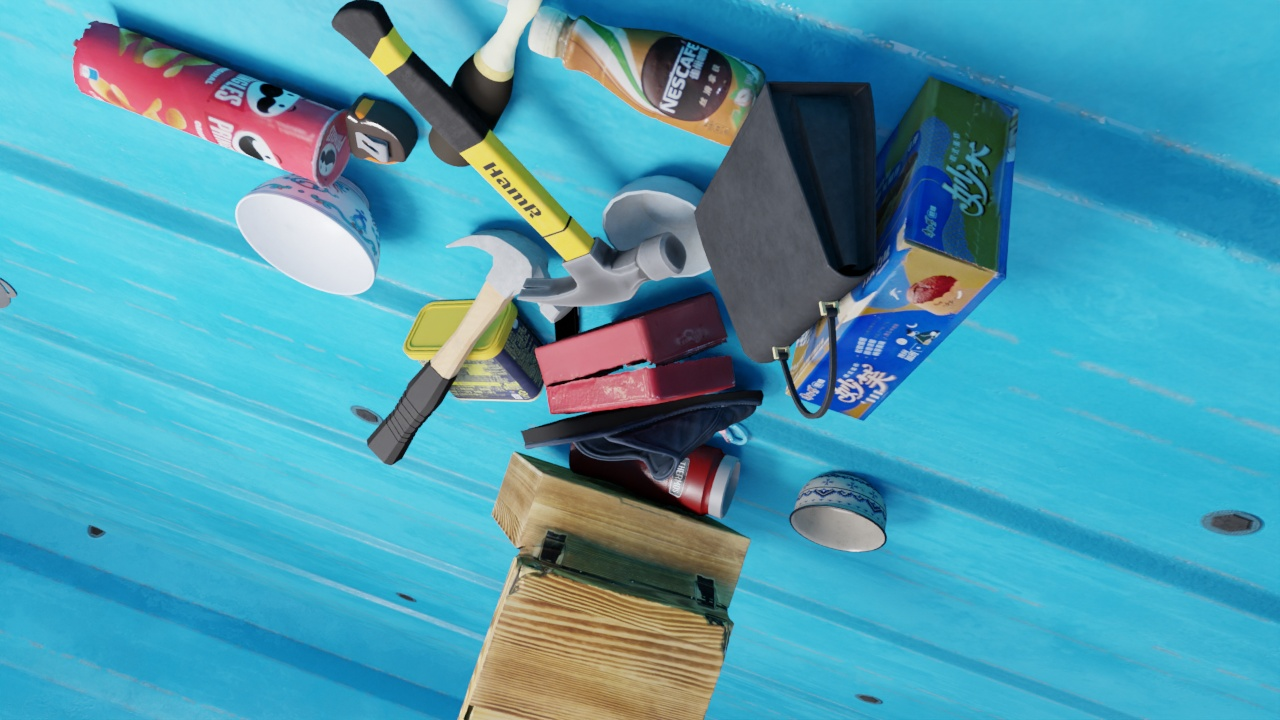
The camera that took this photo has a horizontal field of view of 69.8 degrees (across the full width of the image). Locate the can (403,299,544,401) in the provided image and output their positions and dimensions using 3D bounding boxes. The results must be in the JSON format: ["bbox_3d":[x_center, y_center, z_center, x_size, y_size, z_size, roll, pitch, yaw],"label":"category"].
[{"bbox_3d":[-0.182,-0.009,1.049,0.135,0.075,0.104,0,146,29],"label":"can"}]

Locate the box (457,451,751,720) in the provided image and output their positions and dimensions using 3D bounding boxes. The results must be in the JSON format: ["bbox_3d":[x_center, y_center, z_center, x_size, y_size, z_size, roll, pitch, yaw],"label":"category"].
[{"bbox_3d":[-0.061,0.319,1.130,0.279,0.336,0.286,21,173,-15],"label":"box"}]

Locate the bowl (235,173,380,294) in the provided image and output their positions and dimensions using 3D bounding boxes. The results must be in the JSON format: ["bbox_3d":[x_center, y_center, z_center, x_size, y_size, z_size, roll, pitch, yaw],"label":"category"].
[{"bbox_3d":[-0.318,-0.140,0.920,0.144,0.074,0.144,15,148,9],"label":"bowl"}]

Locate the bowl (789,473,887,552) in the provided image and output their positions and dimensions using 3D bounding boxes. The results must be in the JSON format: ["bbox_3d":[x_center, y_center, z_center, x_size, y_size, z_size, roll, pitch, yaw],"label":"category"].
[{"bbox_3d":[0.243,0.179,1.109,0.115,0.059,0.116,15,148,9],"label":"bowl"}]

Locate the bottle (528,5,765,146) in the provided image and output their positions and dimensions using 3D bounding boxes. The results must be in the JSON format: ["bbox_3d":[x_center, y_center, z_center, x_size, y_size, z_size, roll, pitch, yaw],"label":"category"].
[{"bbox_3d":[0.003,-0.207,0.651,0.167,0.059,0.059,21,149,-1],"label":"bottle"}]

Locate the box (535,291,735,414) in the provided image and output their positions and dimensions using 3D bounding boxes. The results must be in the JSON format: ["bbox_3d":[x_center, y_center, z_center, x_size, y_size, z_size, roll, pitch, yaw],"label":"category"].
[{"bbox_3d":[-0.007,-0.003,0.892,0.158,0.129,0.097,-10,94,43],"label":"box"}]

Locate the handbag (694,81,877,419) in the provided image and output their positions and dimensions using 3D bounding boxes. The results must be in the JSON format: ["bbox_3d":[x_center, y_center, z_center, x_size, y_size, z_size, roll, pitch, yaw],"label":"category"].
[{"bbox_3d":[0.107,-0.057,0.635,0.072,0.195,0.176,-3,163,-13],"label":"handbag"}]

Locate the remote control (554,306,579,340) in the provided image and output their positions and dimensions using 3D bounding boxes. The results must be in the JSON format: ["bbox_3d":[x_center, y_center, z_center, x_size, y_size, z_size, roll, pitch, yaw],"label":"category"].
[{"bbox_3d":[-0.081,-0.042,0.997,0.028,0.011,0.124,16,148,8],"label":"remote control"}]

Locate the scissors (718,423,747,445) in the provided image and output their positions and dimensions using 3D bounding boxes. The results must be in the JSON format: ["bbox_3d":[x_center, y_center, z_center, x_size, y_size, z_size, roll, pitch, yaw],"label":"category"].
[{"bbox_3d":[0.062,0.060,1.080,0.095,0.015,0.142,-9,132,41],"label":"scissors"}]

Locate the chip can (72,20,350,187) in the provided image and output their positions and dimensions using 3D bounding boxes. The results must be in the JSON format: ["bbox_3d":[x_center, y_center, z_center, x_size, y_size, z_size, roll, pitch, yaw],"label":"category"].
[{"bbox_3d":[-0.380,-0.230,0.822,0.233,0.073,0.073,21,149,0],"label":"chip can"}]

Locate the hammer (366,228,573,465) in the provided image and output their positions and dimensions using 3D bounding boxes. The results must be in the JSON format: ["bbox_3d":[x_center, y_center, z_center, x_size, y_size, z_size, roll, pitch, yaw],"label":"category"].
[{"bbox_3d":[-0.200,-0.002,0.963,0.131,0.039,0.329,45,121,5],"label":"hammer"}]

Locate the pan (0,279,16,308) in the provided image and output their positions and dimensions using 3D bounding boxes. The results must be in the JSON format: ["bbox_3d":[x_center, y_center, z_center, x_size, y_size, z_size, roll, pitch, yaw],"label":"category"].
[{"bbox_3d":[-1.130,-0.153,1.409,0.354,0.024,0.217,17,149,5],"label":"pan"}]

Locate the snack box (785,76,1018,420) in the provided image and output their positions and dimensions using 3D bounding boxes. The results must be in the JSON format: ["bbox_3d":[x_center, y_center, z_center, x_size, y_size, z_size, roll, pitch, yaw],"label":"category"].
[{"bbox_3d":[0.184,-0.072,0.663,0.069,0.154,0.203,20,149,-3],"label":"snack box"}]

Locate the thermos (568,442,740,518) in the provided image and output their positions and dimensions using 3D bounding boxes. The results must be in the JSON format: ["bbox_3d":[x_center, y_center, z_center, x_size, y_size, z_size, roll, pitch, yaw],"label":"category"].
[{"bbox_3d":[0.021,0.130,1.142,0.199,0.084,0.108,15,-177,17],"label":"thermos"}]

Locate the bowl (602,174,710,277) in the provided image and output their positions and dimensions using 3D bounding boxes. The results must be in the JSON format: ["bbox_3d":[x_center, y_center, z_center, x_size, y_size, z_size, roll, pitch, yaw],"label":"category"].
[{"bbox_3d":[0.023,-0.121,0.790,0.106,0.039,0.106,15,148,9],"label":"bowl"}]

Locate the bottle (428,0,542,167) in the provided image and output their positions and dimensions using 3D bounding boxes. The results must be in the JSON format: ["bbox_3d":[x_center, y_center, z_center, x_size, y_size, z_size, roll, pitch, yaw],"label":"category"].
[{"bbox_3d":[-0.117,-0.221,0.711,0.045,0.045,0.185,29,144,-14],"label":"bottle"}]

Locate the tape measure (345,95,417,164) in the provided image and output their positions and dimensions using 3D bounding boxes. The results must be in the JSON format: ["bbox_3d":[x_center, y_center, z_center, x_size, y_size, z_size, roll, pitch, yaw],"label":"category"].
[{"bbox_3d":[-0.232,-0.199,0.816,0.059,0.038,0.058,20,149,0],"label":"tape measure"}]

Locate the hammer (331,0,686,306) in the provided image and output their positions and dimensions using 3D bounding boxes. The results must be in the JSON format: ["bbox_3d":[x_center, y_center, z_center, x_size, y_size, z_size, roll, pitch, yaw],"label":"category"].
[{"bbox_3d":[-0.116,-0.154,0.740,0.170,0.034,0.324,-14,134,38],"label":"hammer"}]

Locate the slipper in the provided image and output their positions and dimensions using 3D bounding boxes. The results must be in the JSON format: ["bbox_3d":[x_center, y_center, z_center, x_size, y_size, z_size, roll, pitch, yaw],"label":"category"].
[{"bbox_3d":[0.010,0.084,0.950,0.265,0.083,0.109,-10,178,-27],"label":"slipper"}]
